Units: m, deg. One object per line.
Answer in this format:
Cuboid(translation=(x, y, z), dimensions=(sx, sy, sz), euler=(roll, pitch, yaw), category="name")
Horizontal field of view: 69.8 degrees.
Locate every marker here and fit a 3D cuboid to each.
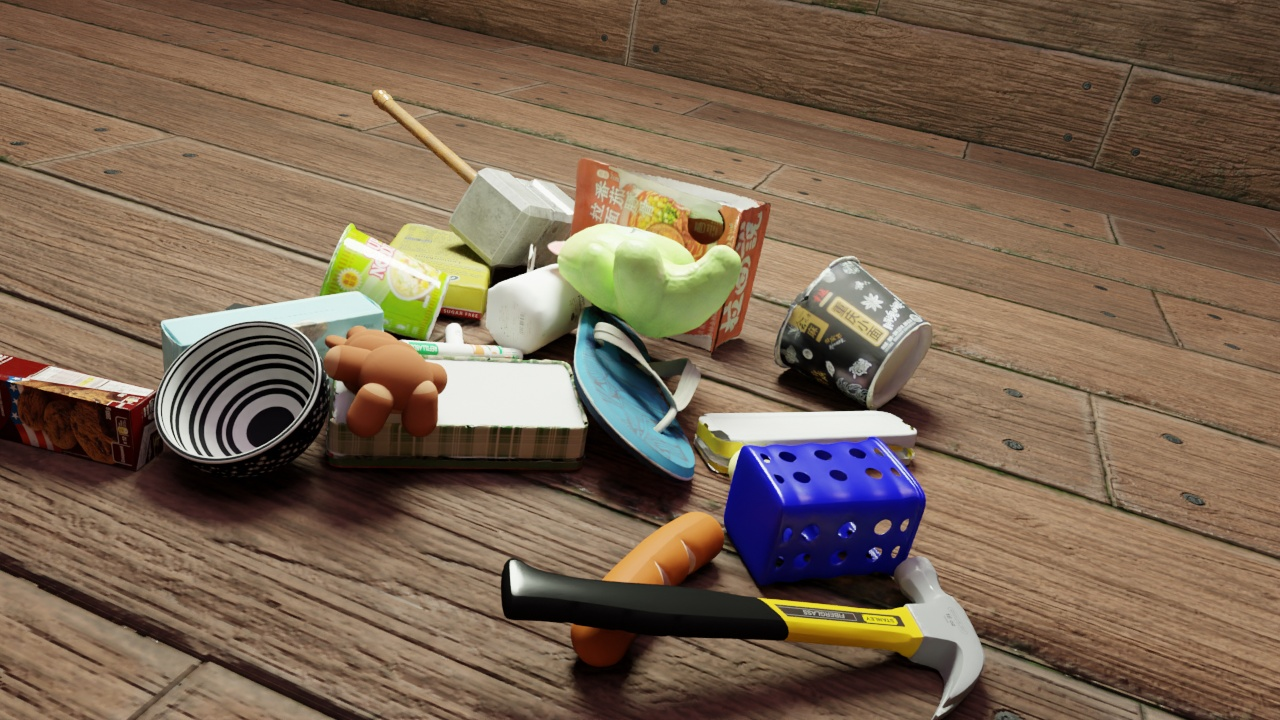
Cuboid(translation=(-0.164, -0.007, 0.849), dimensions=(0.017, 0.017, 0.145), euler=(29, 15, 34), category="marker")
Cuboid(translation=(-0.178, -0.004, 0.878), dimensions=(0.020, 0.017, 0.133), euler=(41, 12, -28), category="marker")

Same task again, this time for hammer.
Cuboid(translation=(-0.221, -0.236, 1.113), dimensions=(0.317, 0.083, 0.162), euler=(41, 18, 17), category="hammer")
Cuboid(translation=(0.073, 0.160, 0.569), dimensions=(0.323, 0.029, 0.127), euler=(11, 29, -19), category="hammer")

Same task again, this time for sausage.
Cuboid(translation=(0.006, 0.147, 0.612), dimensions=(0.044, 0.039, 0.163), euler=(25, 29, 22), category="sausage")

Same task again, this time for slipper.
Cuboid(translation=(-0.005, 0.005, 0.836), dimensions=(0.118, 0.060, 0.294), euler=(29, 17, -20), category="slipper")

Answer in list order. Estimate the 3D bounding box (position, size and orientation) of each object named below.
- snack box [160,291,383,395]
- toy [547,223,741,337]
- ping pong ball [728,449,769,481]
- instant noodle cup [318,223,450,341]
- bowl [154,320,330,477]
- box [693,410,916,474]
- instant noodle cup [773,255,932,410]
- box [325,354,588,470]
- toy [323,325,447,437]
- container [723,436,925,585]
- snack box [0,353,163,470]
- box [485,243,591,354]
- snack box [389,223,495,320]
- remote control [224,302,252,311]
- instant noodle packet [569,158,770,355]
Cuboid(translation=(-0.304, -0.004, 0.771), dimensions=(0.174, 0.075, 0.053), euler=(-13, 35, -40), category="snack box")
Cuboid(translation=(0.001, -0.078, 0.883), dimensions=(0.150, 0.107, 0.197), euler=(2, 4, -19), category="toy")
Cuboid(translation=(0.092, 0.091, 0.756), dimensions=(0.040, 0.040, 0.040), euler=(8, 26, -4), category="ping pong ball")
Cuboid(translation=(-0.249, -0.070, 0.901), dimensions=(0.108, 0.099, 0.098), euler=(19, 24, -11), category="instant noodle cup")
Cuboid(translation=(-0.287, 0.037, 0.686), dimensions=(0.120, 0.066, 0.120), euler=(-2, 57, 3), category="bowl")
Cuboid(translation=(0.151, 0.073, 0.831), dimensions=(0.209, 0.037, 0.064), euler=(-1, 22, -20), category="box")
Cuboid(translation=(0.225, -0.022, 0.943), dimensions=(0.112, 0.137, 0.137), euler=(38, 36, 30), category="instant noodle cup")
Cuboid(translation=(-0.152, 0.043, 0.760), dimensions=(0.205, 0.051, 0.117), euler=(1, 31, -17), category="box")
Cuboid(translation=(-0.200, 0.010, 0.698), dimensions=(0.094, 0.065, 0.128), euler=(13, 12, -37), category="toy")
Cuboid(translation=(0.132, 0.111, 0.681), dimensions=(0.113, 0.085, 0.085), euler=(-1, 29, -18), category="container")
Cuboid(translation=(-0.425, 0.036, 0.671), dimensions=(0.141, 0.051, 0.031), euler=(12, 26, 5), category="snack box")
Cuboid(translation=(-0.114, -0.070, 0.972), dimensions=(0.126, 0.084, 0.155), euler=(15, 24, 26), category="box")
Cuboid(translation=(-0.227, -0.102, 1.035), dimensions=(0.121, 0.045, 0.180), euler=(9, 24, -7), category="snack box")
Cuboid(translation=(-0.327, -0.031, 0.884), dimensions=(0.147, 0.015, 0.033), euler=(13, 26, 5), category="remote control")
Cuboid(translation=(0.016, -0.123, 1.026), dimensions=(0.221, 0.165, 0.083), euler=(22, 30, 22), category="instant noodle packet")
